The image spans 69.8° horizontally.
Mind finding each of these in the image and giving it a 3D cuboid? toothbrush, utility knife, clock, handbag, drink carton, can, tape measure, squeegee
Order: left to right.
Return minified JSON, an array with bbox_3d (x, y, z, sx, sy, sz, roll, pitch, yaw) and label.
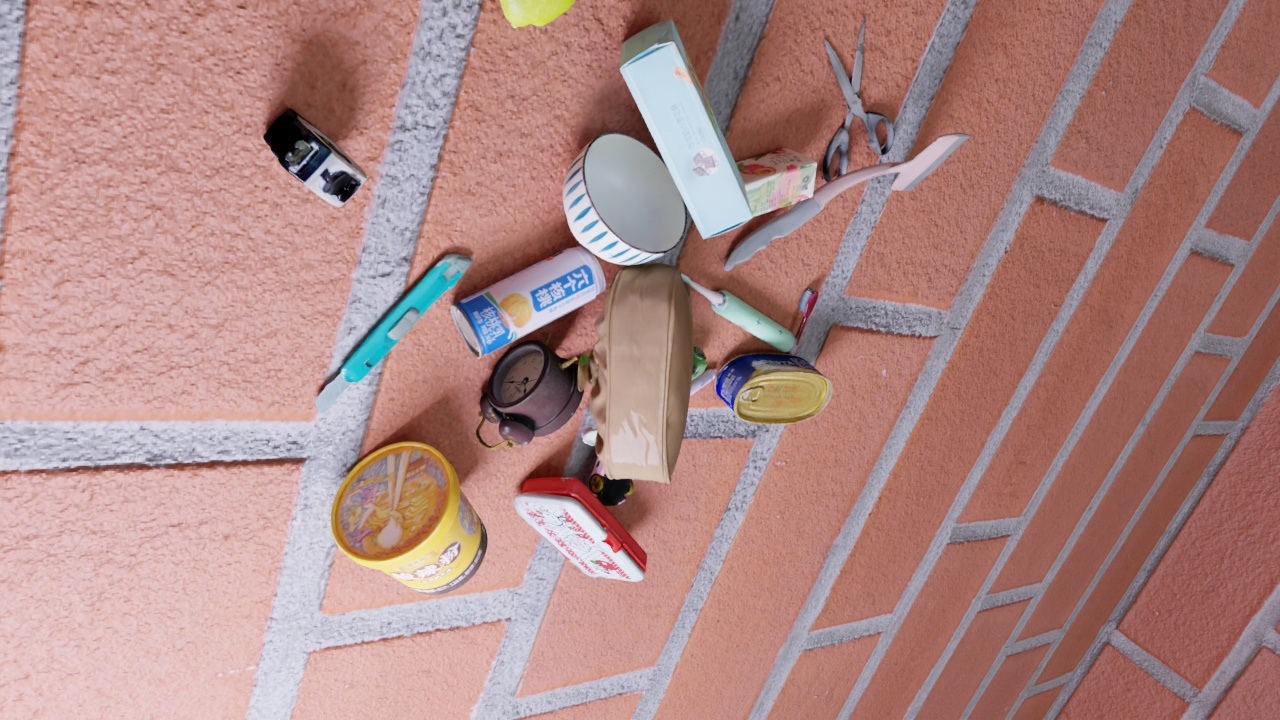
[{"bbox_3d":[-0.231,-0.142,0.657,0.033,0.066,0.066,-46,135,3],"label":"tape measure"},{"bbox_3d":[-0.214,-0.024,0.791,0.186,0.013,0.029,-47,136,-2],"label":"utility knife"},{"bbox_3d":[-0.108,0.035,0.867,0.122,0.082,0.055,-48,132,-2],"label":"clock"},{"bbox_3d":[-0.100,-0.055,0.830,0.134,0.053,0.053,-29,133,-20],"label":"can"},{"bbox_3d":[-0.006,0.006,0.945,0.190,0.020,0.029,-58,168,8],"label":"toothbrush"},{"bbox_3d":[-0.001,0.008,0.864,0.100,0.147,0.205,6,107,8],"label":"handbag"},{"bbox_3d":[0.022,0.050,0.996,0.188,0.021,0.029,-30,150,-41],"label":"toothbrush"},{"bbox_3d":[0.106,-0.055,1.014,0.224,0.026,0.027,26,90,-45],"label":"toothbrush"},{"bbox_3d":[0.112,-0.172,0.918,0.122,0.053,0.046,-23,131,-24],"label":"drink carton"},{"bbox_3d":[0.157,0.032,1.080,0.148,0.049,0.075,2,120,-35],"label":"can"},{"bbox_3d":[0.176,-0.003,1.116,0.016,0.017,0.188,-5,124,-40],"label":"toothbrush"},{"bbox_3d":[0.194,-0.165,0.970,0.249,0.040,0.247,-27,178,3],"label":"squeegee"}]

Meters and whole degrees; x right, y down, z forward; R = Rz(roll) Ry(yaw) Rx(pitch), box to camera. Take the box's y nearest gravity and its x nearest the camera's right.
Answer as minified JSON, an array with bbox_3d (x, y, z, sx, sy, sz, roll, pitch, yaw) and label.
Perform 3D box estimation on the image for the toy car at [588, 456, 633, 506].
[{"bbox_3d":[-0.022,0.101,1.010,0.056,0.037,0.122,15,101,-42],"label":"toy car"}]

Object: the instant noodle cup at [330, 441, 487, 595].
[{"bbox_3d":[-0.207,0.154,0.853,0.118,0.118,0.114,-38,143,-11],"label":"instant noodle cup"}]

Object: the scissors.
[{"bbox_3d":[0.226,-0.267,0.975,0.177,0.014,0.159,15,106,-41],"label":"scissors"}]

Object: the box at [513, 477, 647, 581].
[{"bbox_3d":[-0.064,0.195,1.020,0.201,0.087,0.046,55,38,-46],"label":"box"}]

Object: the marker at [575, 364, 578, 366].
[{"bbox_3d":[-0.028,0.001,0.951,0.131,0.020,0.022,-19,156,-28],"label":"marker"}]

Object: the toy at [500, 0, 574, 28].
[{"bbox_3d":[-0.070,-0.299,0.701,0.096,0.031,0.100,7,114,-43],"label":"toy"}]

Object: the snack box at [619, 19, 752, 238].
[{"bbox_3d":[0.041,-0.198,0.792,0.052,0.074,0.175,-22,121,13],"label":"snack box"}]

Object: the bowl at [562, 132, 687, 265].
[{"bbox_3d":[-0.023,-0.135,0.812,0.116,0.116,0.066,5,157,-41],"label":"bowl"}]

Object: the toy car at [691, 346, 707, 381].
[{"bbox_3d":[0.036,0.013,0.986,0.091,0.036,0.043,-14,151,-44],"label":"toy car"}]
